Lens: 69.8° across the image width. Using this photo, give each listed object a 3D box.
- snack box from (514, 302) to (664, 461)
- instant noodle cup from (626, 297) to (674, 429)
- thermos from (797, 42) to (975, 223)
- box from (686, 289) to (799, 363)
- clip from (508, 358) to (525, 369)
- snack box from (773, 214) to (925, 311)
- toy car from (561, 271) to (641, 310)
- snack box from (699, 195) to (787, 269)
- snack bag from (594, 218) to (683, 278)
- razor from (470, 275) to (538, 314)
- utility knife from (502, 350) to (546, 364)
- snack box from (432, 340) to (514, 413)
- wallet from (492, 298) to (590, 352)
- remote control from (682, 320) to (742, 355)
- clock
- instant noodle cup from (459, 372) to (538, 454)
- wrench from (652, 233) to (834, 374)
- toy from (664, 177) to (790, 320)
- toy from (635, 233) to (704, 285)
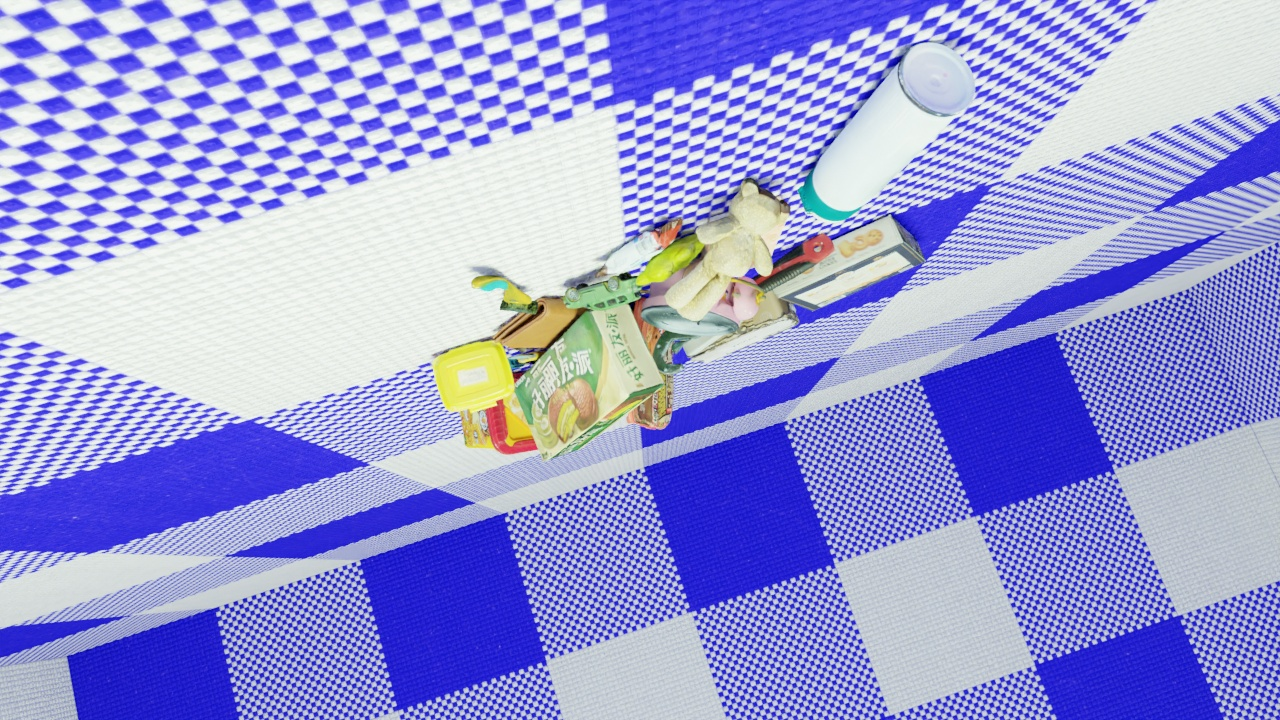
[{"bbox_3d":[-0.071,0.032,1.139,0.063,0.114,0.241,-15,166,-35],"label":"snack box"},{"bbox_3d":[-0.007,0.007,1.231,0.079,0.164,0.188,3,173,15],"label":"instant noodle cup"},{"bbox_3d":[0.216,-0.195,0.839,0.073,0.073,0.225,-15,168,-17],"label":"thermos"},{"bbox_3d":[0.140,-0.050,1.380,0.185,0.060,0.089,-21,167,22],"label":"box"},{"bbox_3d":[-0.181,0.005,1.255,0.056,0.014,0.041,-9,165,-30],"label":"clip"},{"bbox_3d":[0.288,-0.130,1.273,0.178,0.045,0.182,-24,167,23],"label":"snack box"},{"bbox_3d":[-0.042,-0.075,1.019,0.091,0.036,0.043,-9,-169,20],"label":"toy car"},{"bbox_3d":[0.114,-0.135,1.044,0.084,0.026,0.157,-17,167,-4],"label":"snack box"},{"bbox_3d":[-0.001,-0.115,0.960,0.104,0.026,0.048,-27,-179,37],"label":"snack bag"},{"bbox_3d":[-0.145,-0.071,0.942,0.043,0.028,0.132,11,177,14],"label":"razor"},{"bbox_3d":[-0.138,-0.003,1.197,0.033,0.015,0.216,-16,178,10],"label":"utility knife"},{"bbox_3d":[-0.205,0.022,1.149,0.091,0.082,0.080,-16,178,-4],"label":"snack box"},{"bbox_3d":[-0.100,-0.044,1.118,0.108,0.031,0.131,-31,161,38],"label":"wallet"},{"bbox_3d":[0.095,-0.054,1.299,0.019,0.056,0.135,-12,165,-31],"label":"remote control"},{"bbox_3d":[0.074,-0.074,1.070,0.117,0.059,0.159,18,165,-37],"label":"clock"},{"bbox_3d":[-0.202,0.083,1.363,0.115,0.116,0.124,-6,174,-44],"label":"instant noodle cup"},{"bbox_3d":[0.127,-0.075,1.164,0.273,0.056,0.016,-36,157,3],"label":"wrench"},{"bbox_3d":[0.085,-0.109,0.932,0.105,0.066,0.157,28,108,-32],"label":"toy"},{"bbox_3d":[0.033,-0.108,0.986,0.096,0.031,0.100,-34,-175,-5],"label":"toy"}]
